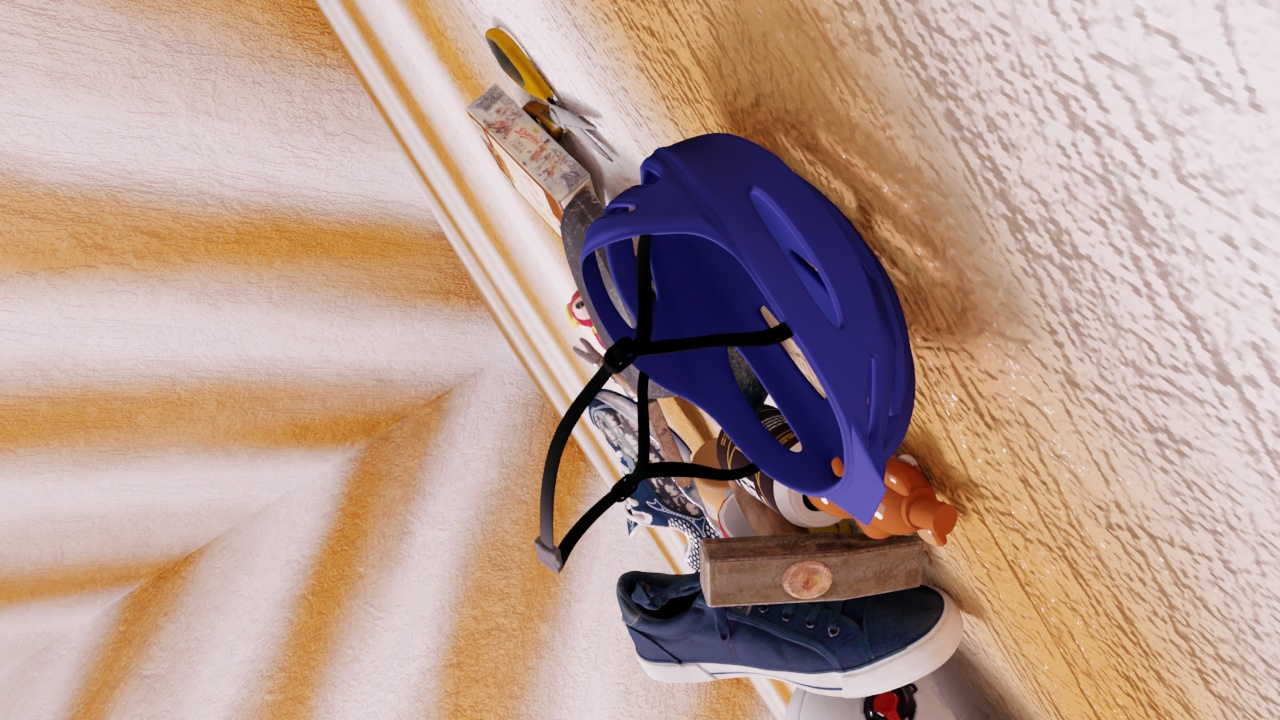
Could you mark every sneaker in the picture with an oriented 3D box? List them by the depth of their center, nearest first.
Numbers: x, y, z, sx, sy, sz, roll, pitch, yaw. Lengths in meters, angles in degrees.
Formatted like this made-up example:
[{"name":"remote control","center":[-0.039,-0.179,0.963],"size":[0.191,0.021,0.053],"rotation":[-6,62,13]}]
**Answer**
[{"name":"sneaker","center":[0.097,0.191,0.724],"size":[0.295,0.120,0.127],"rotation":[-11,114,36]},{"name":"sneaker","center":[0.017,0.155,1.125],"size":[0.269,0.132,0.103],"rotation":[44,178,3]}]

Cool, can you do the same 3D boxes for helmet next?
[{"name":"helmet","center":[0.019,-0.004,0.464],"size":[0.241,0.227,0.148],"rotation":[50,159,28]},{"name":"helmet","center":[0.217,0.374,0.771],"size":[0.264,0.163,0.237],"rotation":[30,155,33]}]

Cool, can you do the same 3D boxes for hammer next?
[{"name":"hammer","center":[0.116,0.125,0.784],"size":[0.300,0.158,0.037],"rotation":[-107,14,-79]},{"name":"hammer","center":[-0.029,0.023,1.166],"size":[0.119,0.031,0.331],"rotation":[39,180,-9]}]

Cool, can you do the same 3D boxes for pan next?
[{"name":"pan","center":[-0.005,0.005,0.870],"size":[0.207,0.040,0.357],"rotation":[-125,14,-52]}]

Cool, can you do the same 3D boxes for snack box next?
[{"name":"snack box","center":[-0.098,-0.184,0.922],"size":[0.147,0.041,0.143],"rotation":[47,173,18]}]

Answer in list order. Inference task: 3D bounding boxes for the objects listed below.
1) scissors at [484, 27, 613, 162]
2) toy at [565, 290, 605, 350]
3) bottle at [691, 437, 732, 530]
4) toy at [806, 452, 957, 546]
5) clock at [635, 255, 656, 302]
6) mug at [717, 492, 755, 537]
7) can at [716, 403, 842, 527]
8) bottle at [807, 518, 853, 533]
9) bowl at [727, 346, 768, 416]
[{"name":"scissors","center":[-0.079,-0.224,0.852],"size":[0.225,0.016,0.166],"rotation":[50,168,35]},{"name":"toy","center":[-0.033,-0.037,1.129],"size":[0.137,0.067,0.105],"rotation":[47,176,-17]},{"name":"bottle","center":[0.104,0.153,1.013],"size":[0.068,0.067,0.157],"rotation":[49,167,40]},{"name":"toy","center":[0.155,0.078,0.594],"size":[0.095,0.065,0.128],"rotation":[52,164,-22]},{"name":"clock","center":[0.023,-0.055,0.810],"size":[0.091,0.043,0.123],"rotation":[64,171,-13]},{"name":"mug","center":[0.141,0.190,0.929],"size":[0.116,0.080,0.097],"rotation":[39,161,39]},{"name":"can","center":[0.114,0.080,0.722],"size":[0.072,0.072,0.128],"rotation":[60,170,-18]},{"name":"bottle","center":[0.183,0.216,0.833],"size":[0.164,0.071,0.071],"rotation":[62,169,-27]},{"name":"bowl","center":[0.069,-0.006,0.712],"size":[0.110,0.055,0.110],"rotation":[55,171,13]}]
